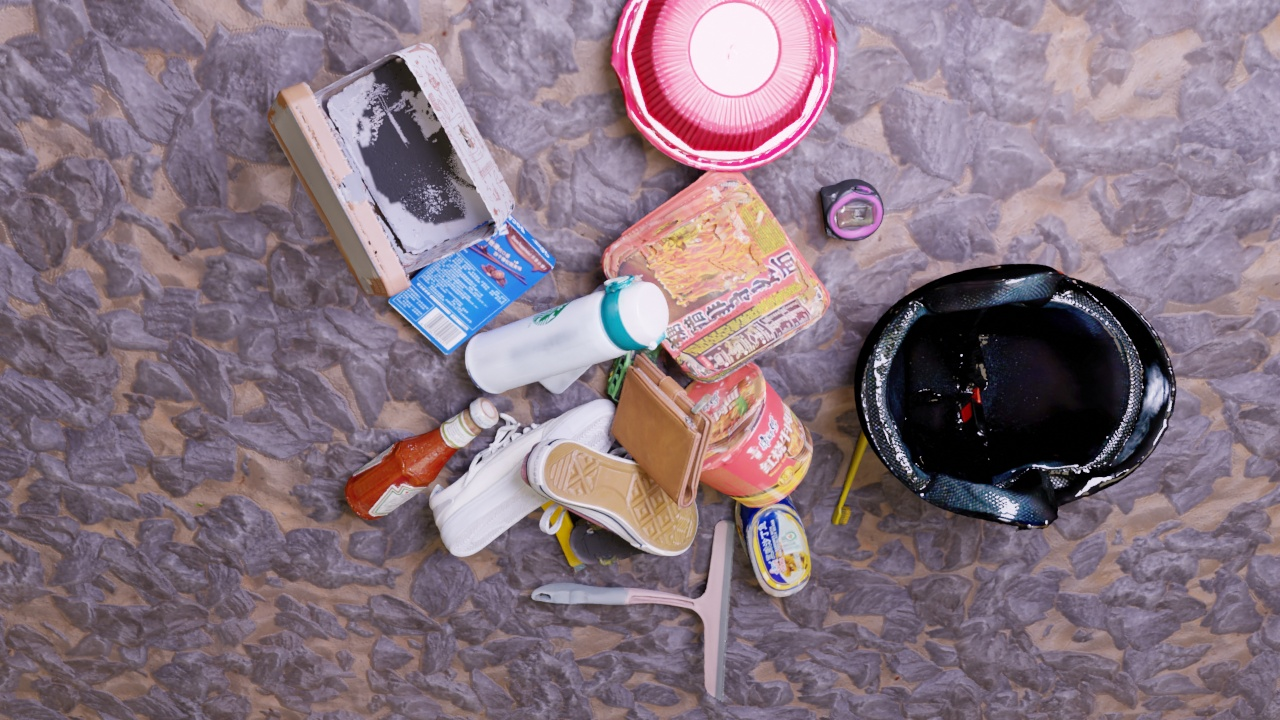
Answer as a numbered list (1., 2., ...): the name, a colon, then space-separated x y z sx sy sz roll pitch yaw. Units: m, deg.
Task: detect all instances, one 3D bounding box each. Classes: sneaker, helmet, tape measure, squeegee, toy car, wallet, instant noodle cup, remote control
1. sneaker: -0.038 0.144 0.991 0.241 0.118 0.088 29 162 -36
2. helmet: 0.338 0.025 0.871 0.275 0.230 0.233 0 96 -1
3. tape measure: 0.203 -0.143 0.878 0.058 0.039 0.057 -8 121 6
4. squeegee: -0.012 0.300 1.154 0.250 0.040 0.248 4 106 5
5. toy car: -0.006 0.006 0.976 0.043 0.036 0.091 17 116 -8
6. wallet: 0.020 0.064 0.918 0.035 0.130 0.119 -5 124 -35
7. sneaker: -0.132 0.111 1.025 0.242 0.090 0.089 -38 148 2
8. instant noodle cup: 0.107 0.084 0.972 0.138 0.137 0.108 -38 122 21
9. remote control: -0.063 -0.022 0.965 0.056 0.020 0.136 43 114 -11
10. instant noodle cup: 0.071 -0.086 0.892 0.165 0.079 0.189 -31 117 18
11. toy car: -0.007 0.199 1.088 0.158 0.042 0.070 -12 119 0
12. instant noodle cup: 0.074 -0.254 0.764 0.194 0.065 0.194 0 102 0

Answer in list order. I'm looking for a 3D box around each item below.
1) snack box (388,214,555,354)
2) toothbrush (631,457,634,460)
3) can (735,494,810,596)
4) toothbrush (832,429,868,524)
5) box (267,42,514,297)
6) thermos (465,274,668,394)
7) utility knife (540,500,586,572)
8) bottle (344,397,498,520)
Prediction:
1. snack box: -0.171 -0.081 0.929 0.157 0.026 0.084 -36 113 20
2. toothbrush: -0.036 0.156 1.084 0.014 0.016 0.189 28 121 -3
3. can: 0.158 0.212 1.083 0.074 0.049 0.148 -17 122 0
4. toothbrush: 0.251 0.115 1.049 0.016 0.015 0.190 5 121 -8
5. box: -0.228 -0.155 0.781 0.154 0.180 0.182 -22 110 15
6. thermos: -0.073 -0.024 0.892 0.225 0.073 0.073 -16 122 37
7. utility knife: -0.096 0.194 1.102 0.033 0.015 0.165 -2 123 26
8. bottle: -0.244 0.107 1.028 0.206 0.059 0.060 -35 115 19
